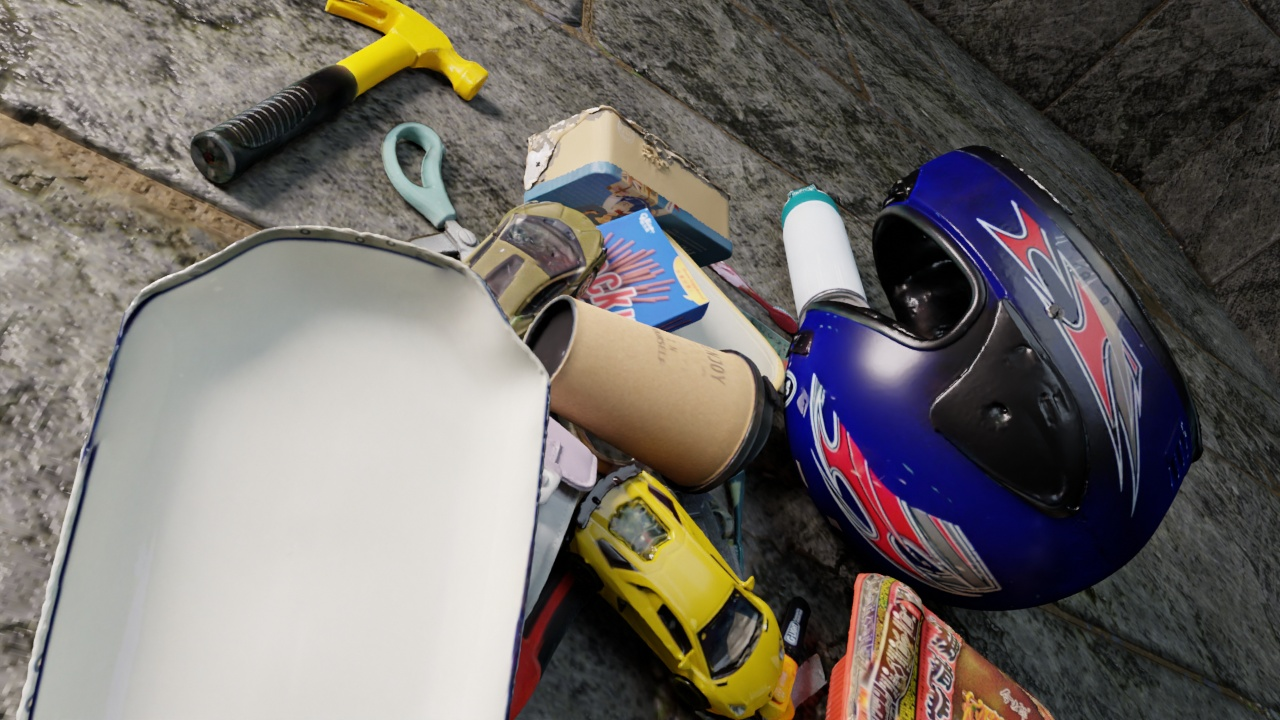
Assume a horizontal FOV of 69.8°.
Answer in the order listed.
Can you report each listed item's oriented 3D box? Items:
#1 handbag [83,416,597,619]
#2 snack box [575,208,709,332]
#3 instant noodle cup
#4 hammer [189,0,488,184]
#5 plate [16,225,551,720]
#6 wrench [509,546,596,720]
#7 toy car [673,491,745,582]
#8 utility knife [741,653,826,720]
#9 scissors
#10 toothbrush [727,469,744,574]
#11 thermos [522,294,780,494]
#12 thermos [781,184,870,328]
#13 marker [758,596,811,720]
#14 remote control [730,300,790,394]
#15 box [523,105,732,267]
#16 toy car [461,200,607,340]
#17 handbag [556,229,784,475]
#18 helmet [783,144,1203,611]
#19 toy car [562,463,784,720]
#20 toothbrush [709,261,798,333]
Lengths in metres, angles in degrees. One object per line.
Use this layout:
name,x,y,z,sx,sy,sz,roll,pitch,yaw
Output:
handbag,-0.126,0.037,0.443,0.197,0.099,0.144,38,29,-10
snack box,-0.042,-0.038,0.599,0.157,0.026,0.084,-24,69,-21
instant noodle cup,0.179,0.241,0.552,0.189,0.079,0.164,39,34,-7
hammer,-0.214,-0.196,0.651,0.129,0.033,0.299,37,34,-10
plate,-0.124,0.081,0.343,0.162,0.034,0.265,10,76,-17
wrench,-0.051,0.144,0.471,0.056,0.016,0.272,44,34,-7
toy car,0.037,0.137,0.555,0.054,0.037,0.120,-1,64,-41
utility knife,0.057,0.205,0.520,0.202,0.015,0.033,-8,62,-51
scissors,-0.110,-0.104,0.674,0.177,0.019,0.170,9,46,-43
toothbrush,0.066,0.081,0.663,0.018,0.016,0.191,22,39,-13
thermos,0.003,0.018,0.536,0.143,0.093,0.093,27,38,-30
thermos,0.182,-0.100,0.925,0.073,0.073,0.223,31,32,-19
marker,0.091,0.179,0.568,0.018,0.015,0.123,31,22,8
remote control,0.110,-0.006,0.797,0.135,0.019,0.056,35,35,-14
box,-0.002,-0.122,0.712,0.184,0.090,0.061,24,61,-44
toy car,-0.081,-0.044,0.557,0.070,0.042,0.157,33,60,8
handbag,-0.004,0.004,0.646,0.163,0.063,0.178,48,49,5
helmet,0.222,0.029,0.671,0.315,0.240,0.247,60,-2,8
toy car,0.023,0.127,0.501,0.156,0.041,0.071,50,56,-1
toothbrush,0.077,-0.087,0.853,0.187,0.016,0.017,39,26,-8
